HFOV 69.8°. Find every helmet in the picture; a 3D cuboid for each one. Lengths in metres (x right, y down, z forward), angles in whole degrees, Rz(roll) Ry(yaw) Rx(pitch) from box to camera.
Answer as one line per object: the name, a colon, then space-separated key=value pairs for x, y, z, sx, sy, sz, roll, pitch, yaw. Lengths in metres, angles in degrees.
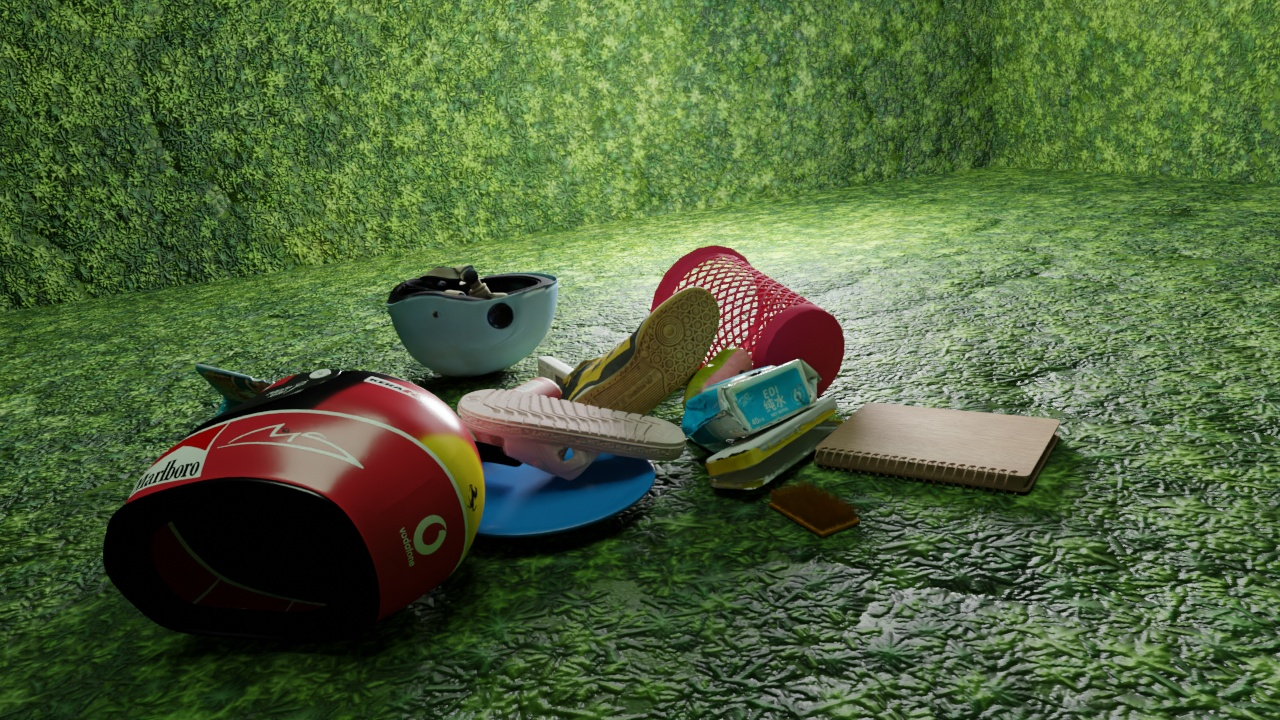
helmet: x=-0.254 y=-0.065 z=1.444 sx=0.265 sy=0.167 sz=0.225 roll=-13 pitch=19 yaw=-16
helmet: x=-0.266 y=0.111 z=0.782 sx=0.271 sy=0.198 sz=0.224 roll=-3 pitch=25 yaw=11

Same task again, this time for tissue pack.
tissue pack: x=0.118 y=0.044 z=1.003 sx=0.144 sy=0.061 sz=0.093 roll=-21 pitch=-1 yaw=-32

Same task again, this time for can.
can: x=-0.161 y=0.075 z=1.105 sx=0.067 sy=0.067 sz=0.169 roll=4 pitch=19 yaw=32

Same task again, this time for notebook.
notebook: x=0.308 y=0.087 z=0.955 sx=0.211 sy=0.022 sz=0.168 roll=4 pitch=18 yaw=34

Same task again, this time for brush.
brush: x=0.150 y=0.131 z=0.870 sx=0.048 sy=0.017 sz=0.126 roll=-14 pitch=17 yaw=-24

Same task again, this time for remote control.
remote control: x=-0.106 y=0.035 z=1.234 sx=0.025 sy=0.060 sz=0.138 roll=-10 pitch=16 yaw=-25
remote control: x=-0.195 y=0.100 z=1.003 sx=0.152 sy=0.041 sz=0.020 roll=1 pitch=61 yaw=35

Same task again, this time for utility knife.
utility knife: x=0.075 y=0.093 z=1.046 sx=0.022 sy=0.015 sz=0.120 roll=-21 pitch=17 yaw=-21

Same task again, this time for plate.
plate: x=-0.095 y=0.136 z=0.940 sx=0.224 sy=0.024 sz=0.224 roll=-6 pitch=16 yaw=2

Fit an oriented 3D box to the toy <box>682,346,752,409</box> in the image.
toy: x=0.093 y=0.030 z=1.081 sx=0.051 sy=0.090 sz=0.109 roll=20 pitch=69 yaw=34

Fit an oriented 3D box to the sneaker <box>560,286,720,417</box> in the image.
sneaker: x=-0.007 y=0.007 z=1.108 sx=0.238 sy=0.086 sz=0.122 roll=-44 pitch=13 yaw=-5

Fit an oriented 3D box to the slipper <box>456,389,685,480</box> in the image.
slipper: x=-0.073 y=0.085 z=0.954 sx=0.239 sy=0.064 sz=0.094 roll=9 pitch=17 yaw=-8

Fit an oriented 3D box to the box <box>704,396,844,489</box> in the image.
box: x=0.148 y=0.090 z=0.979 sx=0.066 sy=0.044 sz=0.209 roll=-18 pitch=3 yaw=41

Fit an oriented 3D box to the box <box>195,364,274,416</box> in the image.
box: x=-0.325 y=0.069 z=0.946 sx=0.227 sy=0.039 sz=0.182 roll=12 pitch=-27 yaw=-1

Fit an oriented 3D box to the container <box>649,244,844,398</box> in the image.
container: x=0.148 y=-0.037 z=1.211 sx=0.182 sy=0.183 sz=0.226 roll=-14 pitch=25 yaw=-25
